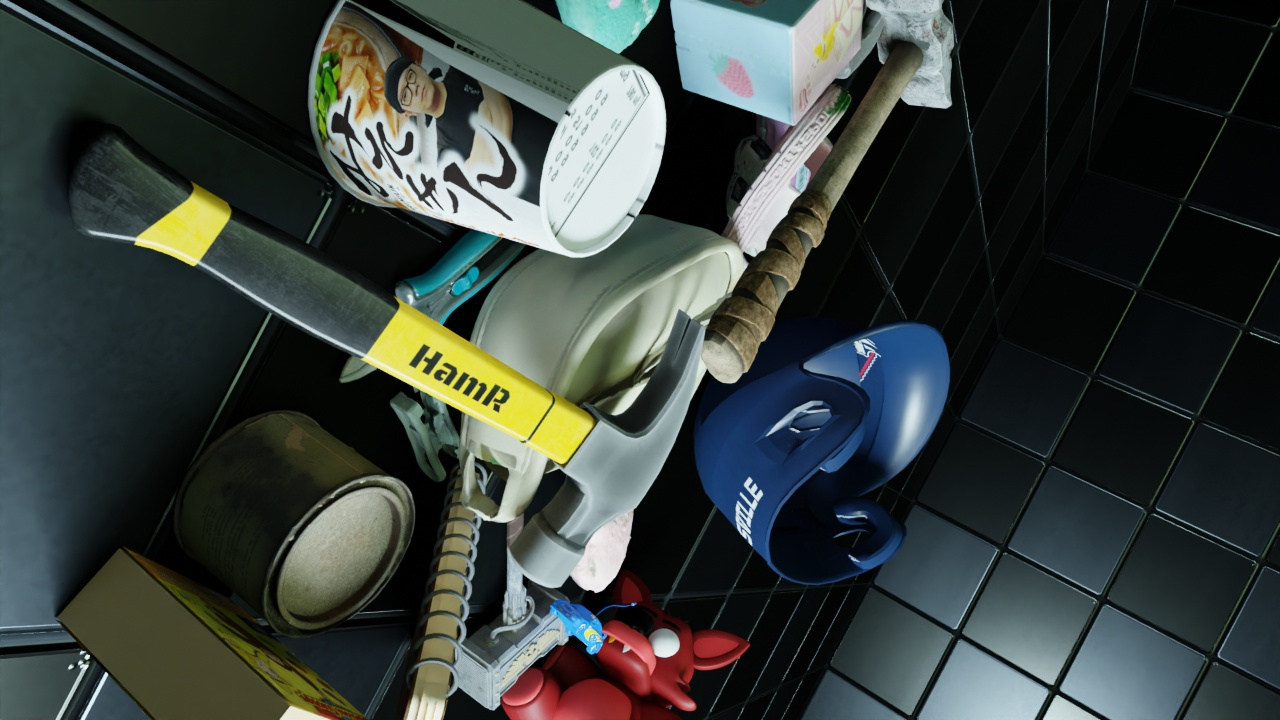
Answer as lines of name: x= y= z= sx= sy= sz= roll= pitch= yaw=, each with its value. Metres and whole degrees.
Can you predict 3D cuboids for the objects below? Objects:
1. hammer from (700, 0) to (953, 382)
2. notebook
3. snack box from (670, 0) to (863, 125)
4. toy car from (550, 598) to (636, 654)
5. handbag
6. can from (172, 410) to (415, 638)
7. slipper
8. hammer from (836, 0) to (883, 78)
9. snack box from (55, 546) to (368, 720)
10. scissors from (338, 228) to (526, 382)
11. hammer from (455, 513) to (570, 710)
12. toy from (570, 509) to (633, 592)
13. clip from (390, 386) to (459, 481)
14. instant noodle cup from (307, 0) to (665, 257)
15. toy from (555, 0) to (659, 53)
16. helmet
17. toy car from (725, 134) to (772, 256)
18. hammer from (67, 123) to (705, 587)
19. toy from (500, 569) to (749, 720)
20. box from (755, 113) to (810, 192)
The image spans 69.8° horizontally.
hammer: x=0.123 y=-0.117 z=0.576 sx=0.318 sy=0.049 sz=0.121 roll=-57 pitch=144 yaw=-24
notebook: x=-0.126 y=0.178 z=0.541 sx=0.225 sy=0.024 sz=0.168 roll=-103 pitch=-151 yaw=-67
snack box: x=0.086 y=-0.225 z=0.612 sx=0.094 sy=0.093 sz=0.080 roll=-51 pitch=151 yaw=-24
toy car: x=-0.035 y=0.207 z=0.765 sx=0.061 sy=0.033 sz=0.092 roll=-46 pitch=146 yaw=-20
handbag: x=-0.004 y=0.003 z=0.599 sx=0.228 sy=0.132 sz=0.184 roll=-12 pitch=118 yaw=-59
can: x=-0.171 y=0.081 z=0.460 sx=0.089 sy=0.075 sz=0.090 roll=-42 pitch=147 yaw=-36
slipper: x=0.097 y=-0.095 z=0.699 sx=0.240 sy=0.064 sz=0.094 roll=-56 pitch=-179 yaw=43
hammer: x=0.157 y=-0.370 z=0.645 sx=0.119 sy=0.031 sz=0.332 roll=-40 pitch=136 yaw=-46
snack box: x=-0.192 y=0.149 z=0.428 sx=0.040 sy=0.126 sz=0.088 roll=-53 pitch=152 yaw=-18
scissors: x=-0.112 y=-0.044 z=0.513 sx=0.136 sy=0.019 sz=0.138 roll=-12 pitch=126 yaw=-55
hammer: x=-0.093 y=0.120 z=0.684 sx=0.098 sy=0.044 sz=0.323 roll=-34 pitch=140 yaw=-44
toy: x=-0.038 y=0.128 z=0.753 sx=0.105 sy=0.053 sz=0.108 roll=74 pitch=24 yaw=-51
clip: x=-0.129 y=0.044 z=0.562 sx=0.044 sy=0.023 sz=0.076 roll=-45 pitch=147 yaw=-28
instant noodle cup: x=-0.062 y=-0.109 z=0.422 sx=0.123 sy=0.122 sz=0.124 roll=-42 pitch=147 yaw=-35
toy: x=-0.018 y=-0.215 z=0.508 sx=0.105 sy=0.033 sz=0.085 roll=41 pitch=67 yaw=-62
helmet: x=0.180 y=0.057 z=0.895 sx=0.272 sy=0.223 sz=0.232 roll=-29 pitch=134 yaw=-1
toy car: x=0.091 y=-0.136 z=0.765 sx=0.033 sy=0.048 sz=0.106 roll=-16 pitch=138 yaw=-14
hammer: x=-0.097 y=-0.006 z=0.431 sx=0.324 sy=0.034 sz=0.170 roll=34 pitch=94 yaw=-40
toy: x=-0.014 y=0.295 z=0.857 sx=0.196 sy=0.158 sz=0.121 roll=-44 pitch=142 yaw=-35
box: x=0.126 y=-0.211 z=0.768 sx=0.076 sy=0.033 sz=0.214 roll=-48 pitch=151 yaw=-30
